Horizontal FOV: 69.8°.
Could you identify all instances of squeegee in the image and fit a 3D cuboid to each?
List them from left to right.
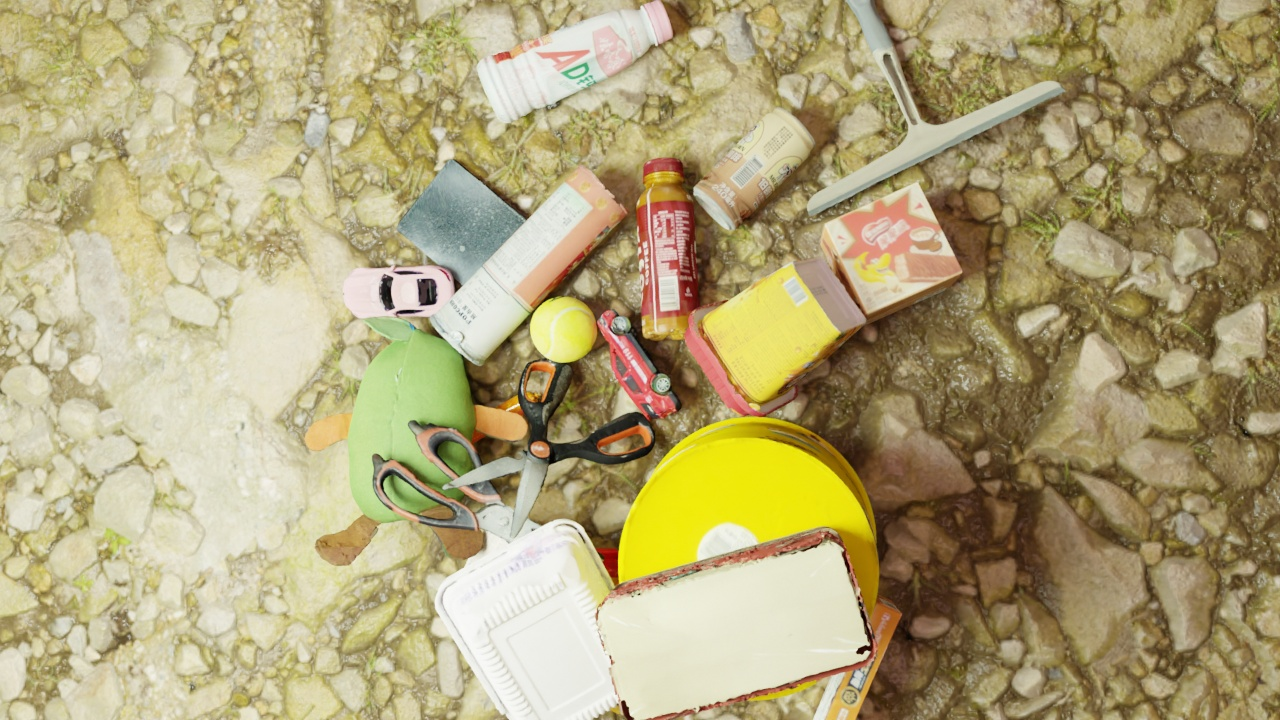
[{"bbox_3d":[0.238,-0.298,0.895,0.247,0.039,0.246,-25,75,23],"label":"squeegee"}]

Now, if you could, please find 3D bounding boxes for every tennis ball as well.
[{"bbox_3d":[-0.075,-0.030,0.901,0.065,0.065,0.065,-1,84,8],"label":"tennis ball"}]

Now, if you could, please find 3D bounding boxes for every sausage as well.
[{"bbox_3d":[-0.171,0.073,0.929,0.165,0.021,0.021,-29,81,5],"label":"sausage"}]

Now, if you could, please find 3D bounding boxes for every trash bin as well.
[{"bbox_3d":[0.091,0.157,0.762,0.230,0.255,0.229,-1,85,9],"label":"trash bin"}]

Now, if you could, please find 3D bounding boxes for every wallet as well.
[{"bbox_3d":[-0.184,-0.140,0.954,0.121,0.019,0.097,40,92,12],"label":"wallet"}]

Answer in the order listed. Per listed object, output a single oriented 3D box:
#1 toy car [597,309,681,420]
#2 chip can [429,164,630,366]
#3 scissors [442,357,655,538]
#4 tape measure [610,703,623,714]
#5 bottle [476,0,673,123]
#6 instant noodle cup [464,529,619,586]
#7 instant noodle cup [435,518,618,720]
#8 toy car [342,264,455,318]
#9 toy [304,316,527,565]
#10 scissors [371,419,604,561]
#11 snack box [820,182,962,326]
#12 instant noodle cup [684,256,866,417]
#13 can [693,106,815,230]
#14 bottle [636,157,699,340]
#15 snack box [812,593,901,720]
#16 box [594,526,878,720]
[{"bbox_3d":[-0.005,0.005,0.894,0.045,0.053,0.120,-32,79,0],"label":"toy car"},{"bbox_3d":[-0.109,-0.095,0.910,0.071,0.071,0.215,45,92,10],"label":"chip can"},{"bbox_3d":[-0.076,0.074,0.847,0.224,0.022,0.220,8,41,-20],"label":"scissors"},{"bbox_3d":[-0.014,0.307,0.878,0.060,0.029,0.057,42,91,10],"label":"tape measure"},{"bbox_3d":[-0.064,-0.307,0.930,0.197,0.068,0.068,-22,81,2],"label":"bottle"},{"bbox_3d":[-0.093,0.209,0.864,0.124,0.116,0.116,28,89,21],"label":"instant noodle cup"},{"bbox_3d":[-0.074,0.234,0.759,0.138,0.060,0.173,-28,108,-7],"label":"instant noodle cup"},{"bbox_3d":[-0.249,-0.070,0.943,0.122,0.037,0.056,-1,96,10],"label":"toy car"},{"bbox_3d":[-0.219,0.076,0.880,0.227,0.090,0.246,-2,65,4],"label":"toy"},{"bbox_3d":[-0.128,0.123,0.809,0.206,0.015,0.194,-9,69,-8],"label":"scissors"},{"bbox_3d":[0.230,-0.097,0.856,0.093,0.077,0.094,-24,81,6],"label":"snack box"},{"bbox_3d":[0.125,-0.027,0.831,0.124,0.116,0.116,-39,78,32],"label":"instant noodle cup"},{"bbox_3d":[0.110,-0.186,0.892,0.116,0.058,0.058,-45,80,2],"label":"can"},{"bbox_3d":[0.026,-0.109,0.898,0.057,0.057,0.175,-3,84,8],"label":"bottle"},{"bbox_3d":[0.189,0.286,0.825,0.026,0.075,0.153,23,88,11],"label":"snack box"},{"bbox_3d":[0.060,0.170,0.595,0.168,0.079,0.091,-17,84,6],"label":"box"}]
